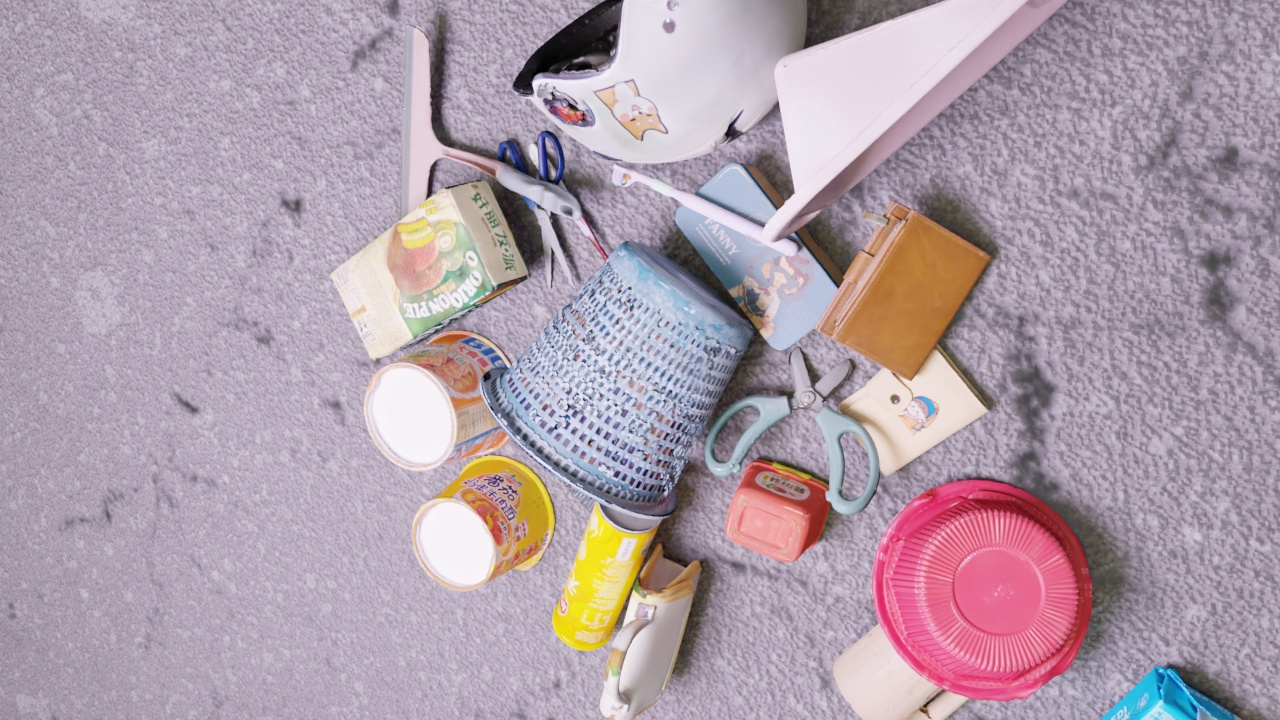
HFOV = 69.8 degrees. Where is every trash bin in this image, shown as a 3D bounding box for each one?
[{"bbox_3d":[-0.005,0.005,0.870,0.226,0.226,0.195,38,102,11],"label":"trash bin"}]

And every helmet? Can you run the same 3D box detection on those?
[{"bbox_3d":[0.032,-0.255,0.784,0.275,0.229,0.157,-15,122,49],"label":"helmet"}]

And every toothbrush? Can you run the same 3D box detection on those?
[{"bbox_3d":[-0.061,-0.150,0.952,0.187,0.017,0.016,56,135,6],"label":"toothbrush"},{"bbox_3d":[0.057,-0.137,0.836,0.189,0.029,0.021,27,74,16],"label":"toothbrush"}]

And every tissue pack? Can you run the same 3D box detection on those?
[{"bbox_3d":[0.456,0.344,0.811,0.090,0.063,0.140,35,115,11],"label":"tissue pack"}]

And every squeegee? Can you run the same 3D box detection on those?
[{"bbox_3d":[-0.150,-0.193,0.951,0.250,0.040,0.248,27,123,26],"label":"squeegee"}]

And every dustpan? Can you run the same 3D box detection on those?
[{"bbox_3d":[0.215,-0.189,0.710,0.274,0.221,0.139,-9,101,31],"label":"dustpan"}]

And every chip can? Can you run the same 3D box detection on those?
[{"bbox_3d":[-0.038,0.219,0.967,0.072,0.071,0.214,32,131,14],"label":"chip can"}]

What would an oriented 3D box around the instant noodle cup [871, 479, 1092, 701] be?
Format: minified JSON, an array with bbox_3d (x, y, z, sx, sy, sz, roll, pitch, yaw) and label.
[{"bbox_3d":[0.304,0.199,0.799,0.194,0.066,0.193,-1,79,6],"label":"instant noodle cup"}]

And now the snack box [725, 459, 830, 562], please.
[{"bbox_3d":[0.132,0.152,0.901,0.091,0.080,0.082,19,110,19],"label":"snack box"}]

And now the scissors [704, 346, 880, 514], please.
[{"bbox_3d":[0.154,0.079,0.864,0.170,0.019,0.179,-40,63,3],"label":"scissors"}]

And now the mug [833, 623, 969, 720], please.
[{"bbox_3d":[0.267,0.301,0.885,0.124,0.084,0.104,33,115,-13],"label":"mug"}]

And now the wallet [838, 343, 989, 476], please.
[{"bbox_3d":[0.249,0.044,0.854,0.115,0.024,0.087,-41,81,29],"label":"wallet"}]

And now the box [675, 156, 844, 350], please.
[{"bbox_3d":[0.113,-0.103,0.860,0.090,0.059,0.184,-42,86,26],"label":"box"}]

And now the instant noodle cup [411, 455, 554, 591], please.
[{"bbox_3d":[-0.182,0.188,1.037,0.138,0.109,0.138,6,105,22],"label":"instant noodle cup"}]

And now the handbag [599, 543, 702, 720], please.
[{"bbox_3d":[0.003,0.294,0.941,0.063,0.178,0.163,19,108,14],"label":"handbag"}]

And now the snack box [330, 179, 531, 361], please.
[{"bbox_3d":[-0.232,-0.092,0.987,0.241,0.063,0.114,-24,92,41],"label":"snack box"}]

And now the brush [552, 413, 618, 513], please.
[{"bbox_3d":[-0.055,0.109,0.989,0.144,0.055,0.074,46,119,8],"label":"brush"}]

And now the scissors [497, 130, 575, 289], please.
[{"bbox_3d":[-0.108,-0.161,0.964,0.157,0.012,0.166,37,129,24],"label":"scissors"}]

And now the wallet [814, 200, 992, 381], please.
[{"bbox_3d":[0.224,-0.061,0.799,0.119,0.035,0.131,27,104,-12],"label":"wallet"}]

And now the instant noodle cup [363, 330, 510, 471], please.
[{"bbox_3d":[-0.225,0.050,1.021,0.151,0.111,0.151,6,105,23],"label":"instant noodle cup"}]
